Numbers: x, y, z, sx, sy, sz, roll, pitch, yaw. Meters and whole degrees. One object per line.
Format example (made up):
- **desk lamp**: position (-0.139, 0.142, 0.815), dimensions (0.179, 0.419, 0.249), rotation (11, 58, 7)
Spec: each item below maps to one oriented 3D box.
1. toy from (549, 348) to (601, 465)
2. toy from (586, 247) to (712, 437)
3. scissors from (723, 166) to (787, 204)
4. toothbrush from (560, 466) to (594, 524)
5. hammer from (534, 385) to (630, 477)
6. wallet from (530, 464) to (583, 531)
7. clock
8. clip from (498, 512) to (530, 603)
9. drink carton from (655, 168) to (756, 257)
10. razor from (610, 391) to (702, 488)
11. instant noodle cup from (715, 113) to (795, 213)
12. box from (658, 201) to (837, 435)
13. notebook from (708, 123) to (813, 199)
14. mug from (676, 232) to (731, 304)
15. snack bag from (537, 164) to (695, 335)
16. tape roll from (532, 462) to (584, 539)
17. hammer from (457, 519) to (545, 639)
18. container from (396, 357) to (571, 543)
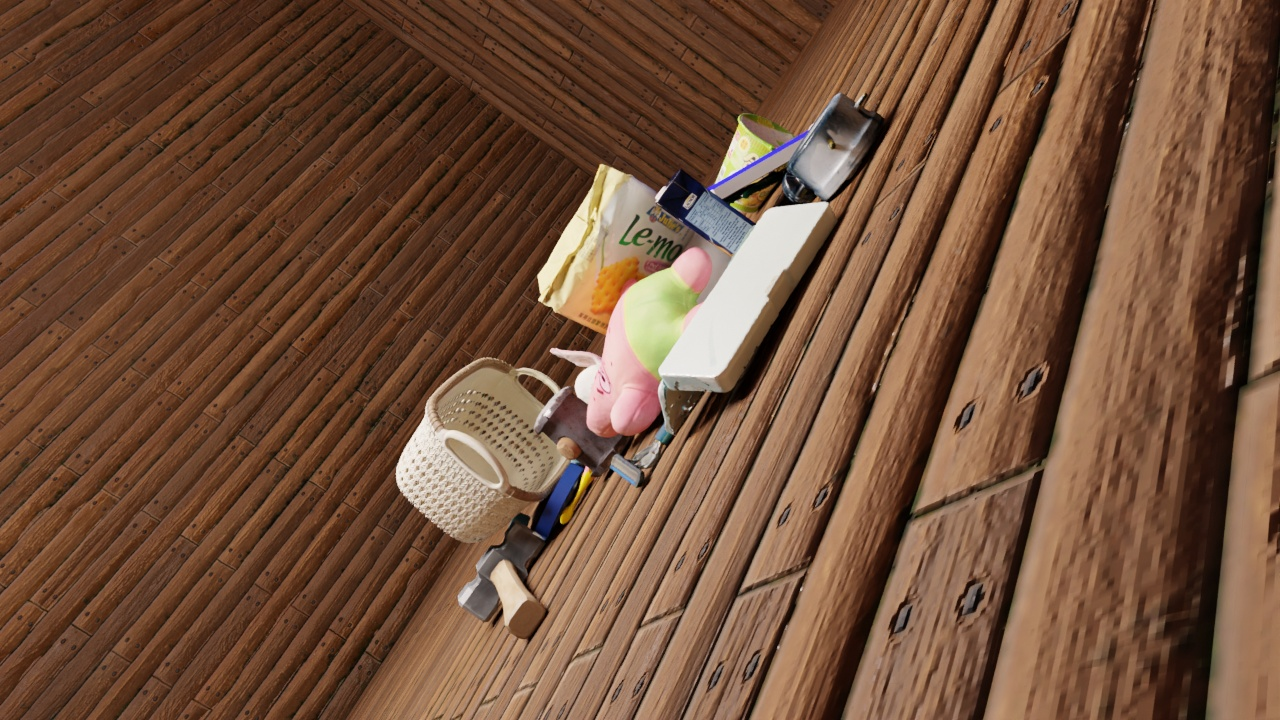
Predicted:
- **toy**: position (-0.055, 0.054, 1.150), dimensions (0.106, 0.131, 0.205), rotation (-32, 26, 24)
- **toy**: position (0.000, 0.000, 0.901), dimensions (0.237, 0.096, 0.191), rotation (-54, 26, 42)
- **scissors**: position (0.113, -0.188, 1.050), dimensions (0.205, 0.015, 0.201), rotation (-24, 7, 39)
- **toothbrush**: position (-0.057, 0.129, 1.063), dimensions (0.135, 0.021, 0.016), rotation (-59, 9, -9)
- **hammer**: position (-0.007, 0.006, 1.094), dimensions (0.327, 0.098, 0.052), rotation (-51, -2, -43)
- **wallet**: position (-0.114, 0.181, 1.207), dimensions (0.099, 0.031, 0.120), rotation (-58, 6, 9)
- **clock**: position (0.172, -0.190, 0.838), dimensions (0.090, 0.052, 0.129), rotation (-57, 1, -13)
- **clip**: position (-0.174, 0.255, 1.192), dimensions (0.113, 0.028, 0.127), rotation (-154, 85, -81)
- **drink carton**: position (0.076, -0.132, 0.887), dimensions (0.040, 0.130, 0.064), rotation (-54, 6, 6)
- **razor**: position (0.031, 0.047, 0.800), dimensions (0.144, 0.022, 0.042), rotation (-52, 42, -6)
- **instant noodle cup**: position (0.153, -0.264, 1.250), dimensions (0.108, 0.099, 0.098), rotation (-61, 1, 34)
- **box**: position (0.084, -0.036, 0.740), dimensions (0.197, 0.075, 0.126), rotation (-55, -16, -28)
- **notebook**: position (0.151, -0.227, 1.030), dimensions (0.172, 0.022, 0.209), rotation (-29, 8, 5)
- **mug**: position (0.071, -0.075, 0.960), dimensions (0.089, 0.073, 0.105), rotation (-56, 31, -3)
- **snack bag**: position (0.000, -0.099, 1.010), dimensions (0.068, 0.247, 0.159), rotation (32, 95, 41)
- **tape roll**: position (-0.096, 0.166, 1.090), dimensions (0.093, 0.016, 0.091), rotation (-63, -3, -2)
- **hammer**: position (-0.137, 0.240, 0.968), dimensions (0.117, 0.051, 0.323), rotation (-54, 8, -11)
- **container**: position (-0.188, 0.111, 1.146), dimensions (0.143, 0.184, 0.245), rotation (-49, 1, 21)
